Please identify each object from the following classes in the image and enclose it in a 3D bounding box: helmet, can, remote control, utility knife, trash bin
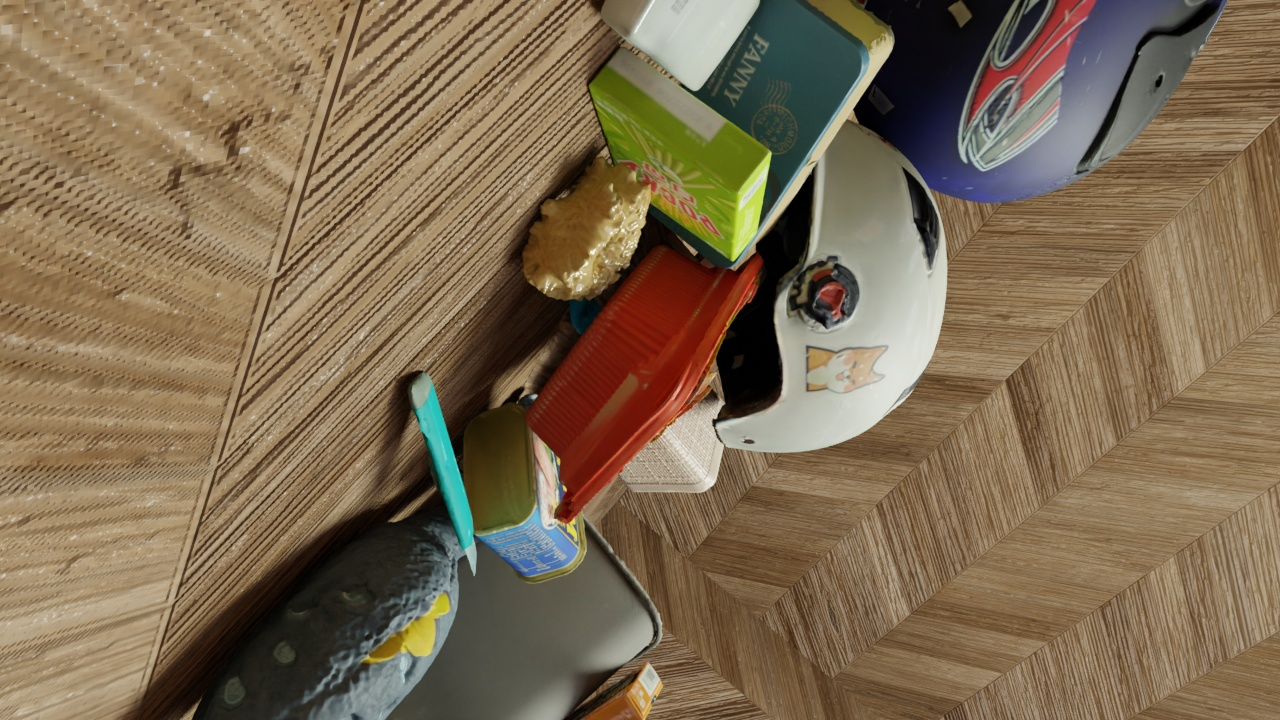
[{"bbox_3d":[0.152,-0.049,0.708,0.229,0.157,0.275,-86,-169,-65],"label":"helmet"},{"bbox_3d":[0.289,-0.273,0.679,0.239,0.247,0.316,-7,133,-48],"label":"helmet"},{"bbox_3d":[-0.083,0.092,0.645,0.057,0.102,0.083,-18,142,10],"label":"can"},{"bbox_3d":[0.022,-0.159,0.412,0.058,0.021,0.149,-53,173,14],"label":"remote control"},{"bbox_3d":[-0.112,0.071,0.532,0.029,0.013,0.182,-87,175,-46],"label":"utility knife"},{"bbox_3d":[-0.137,0.233,0.729,0.219,0.198,0.200,-37,174,-43],"label":"trash bin"}]

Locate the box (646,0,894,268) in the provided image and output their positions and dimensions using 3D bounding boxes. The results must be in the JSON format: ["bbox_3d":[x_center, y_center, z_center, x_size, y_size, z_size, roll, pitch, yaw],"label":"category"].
[{"bbox_3d":[0.071,-0.145,0.540,0.061,0.090,0.185,-44,168,-41],"label":"box"}]

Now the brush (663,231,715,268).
[{"bbox_3d":[0.043,-0.072,0.840,0.073,0.063,0.146,-40,172,-7],"label":"brush"}]

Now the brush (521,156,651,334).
[{"bbox_3d":[-0.034,-0.053,0.573,0.083,0.046,0.255,-53,178,-10],"label":"brush"}]

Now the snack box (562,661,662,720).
[{"bbox_3d":[-0.055,0.297,0.719,0.154,0.026,0.075,-36,172,11],"label":"snack box"}]

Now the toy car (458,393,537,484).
[{"bbox_3d":[-0.106,0.065,0.718,0.090,0.034,0.043,-50,176,3],"label":"toy car"}]

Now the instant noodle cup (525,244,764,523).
[{"bbox_3d":[-0.004,0.003,0.600,0.165,0.079,0.188,-50,-176,35],"label":"instant noodle cup"}]

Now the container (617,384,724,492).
[{"bbox_3d":[0.009,0.046,0.774,0.111,0.090,0.090,52,44,-45],"label":"container"}]

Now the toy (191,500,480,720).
[{"bbox_3d":[-0.182,0.177,0.549,0.138,0.091,0.355,-43,-176,46],"label":"toy"}]

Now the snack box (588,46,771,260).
[{"bbox_3d":[0.023,-0.099,0.476,0.026,0.086,0.156,-53,174,-1],"label":"snack box"}]
